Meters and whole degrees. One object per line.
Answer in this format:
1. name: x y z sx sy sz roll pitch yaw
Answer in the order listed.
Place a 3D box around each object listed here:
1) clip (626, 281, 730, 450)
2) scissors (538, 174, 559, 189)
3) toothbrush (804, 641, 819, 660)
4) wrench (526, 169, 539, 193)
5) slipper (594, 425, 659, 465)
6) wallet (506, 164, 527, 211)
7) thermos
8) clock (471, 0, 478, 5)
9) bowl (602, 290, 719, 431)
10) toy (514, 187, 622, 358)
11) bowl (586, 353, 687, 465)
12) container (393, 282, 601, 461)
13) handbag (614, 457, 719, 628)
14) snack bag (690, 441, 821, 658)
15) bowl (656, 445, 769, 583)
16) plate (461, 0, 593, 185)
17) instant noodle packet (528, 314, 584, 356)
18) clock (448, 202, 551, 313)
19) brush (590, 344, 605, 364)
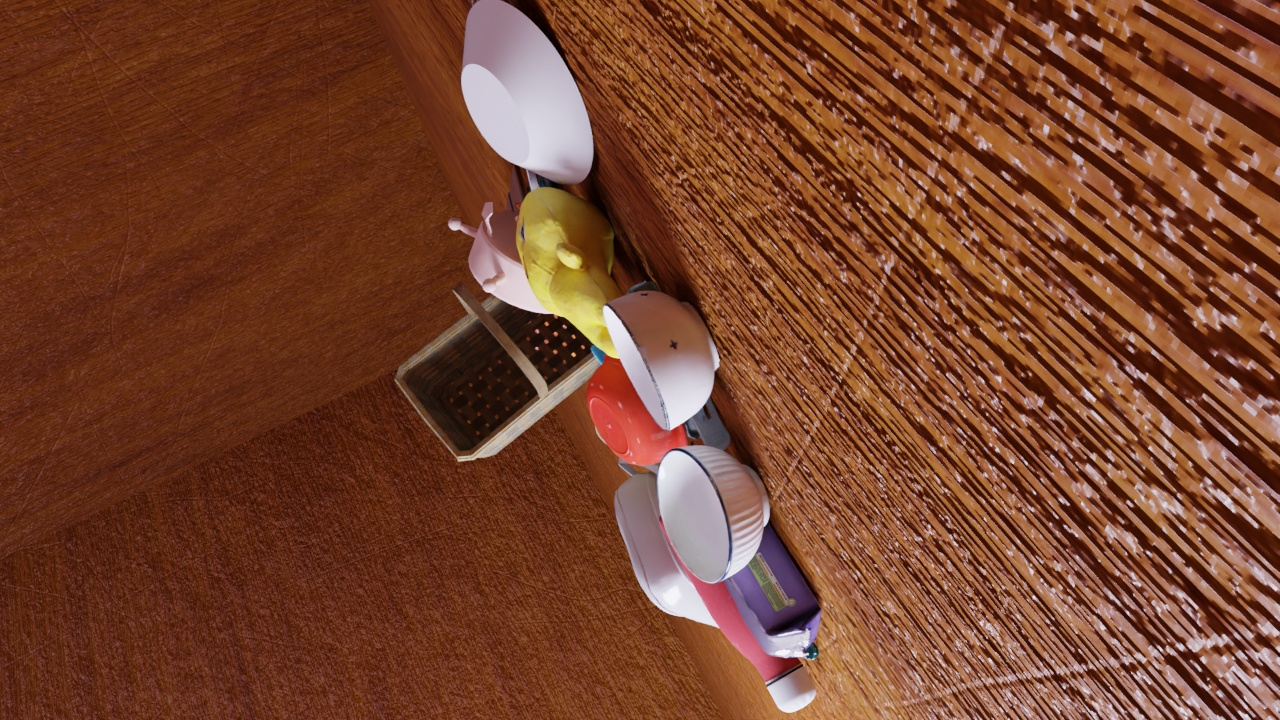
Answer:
1. clip: 0.030 0.004 0.842 0.163 0.028 0.106 65 173 -7
2. scissors: -0.105 -0.204 1.044 0.131 0.019 0.150 66 172 -18
3. toothbrush: 0.109 0.219 0.912 0.190 0.016 0.017 49 -173 20
4. wrench: -0.134 -0.238 1.097 0.274 0.018 0.086 82 170 -55
5. slipper: -0.010 0.082 1.126 0.091 0.081 0.191 56 166 26
6. wallet: -0.161 -0.182 1.194 0.121 0.013 0.087 110 148 -52
7. thermos: 0.105 0.248 0.954 0.239 0.073 0.073 60 171 21
8. clock: -0.134 -0.288 0.883 0.124 0.044 0.087 64 171 -13
9. bowl: 0.022 -0.007 0.731 0.113 0.063 0.113 61 171 15
10. toy: -0.059 -0.085 0.853 0.134 0.092 0.207 79 170 -47
11. bowl: -0.012 0.053 0.877 0.130 0.045 0.131 44 151 32
12. container: -0.156 -0.008 1.085 0.157 0.249 0.186 48 169 17
13. handbag: 0.059 0.227 1.147 0.222 0.096 0.215 40 -157 -53
14. snack bag: 0.095 0.179 0.859 0.205 0.058 0.096 58 170 32
15. bowl: 0.069 0.125 0.789 0.118 0.062 0.118 39 136 51
16. plate: -0.113 -0.223 0.803 0.174 0.036 0.174 41 154 25
17. instant noodle packet: -0.096 -0.072 1.234 0.221 0.083 0.164 30 142 59
18. clock: -0.111 -0.116 0.994 0.160 0.086 0.131 10 -147 -39
19. brush: -0.006 0.006 0.949 0.136 0.055 0.075 53 171 48
